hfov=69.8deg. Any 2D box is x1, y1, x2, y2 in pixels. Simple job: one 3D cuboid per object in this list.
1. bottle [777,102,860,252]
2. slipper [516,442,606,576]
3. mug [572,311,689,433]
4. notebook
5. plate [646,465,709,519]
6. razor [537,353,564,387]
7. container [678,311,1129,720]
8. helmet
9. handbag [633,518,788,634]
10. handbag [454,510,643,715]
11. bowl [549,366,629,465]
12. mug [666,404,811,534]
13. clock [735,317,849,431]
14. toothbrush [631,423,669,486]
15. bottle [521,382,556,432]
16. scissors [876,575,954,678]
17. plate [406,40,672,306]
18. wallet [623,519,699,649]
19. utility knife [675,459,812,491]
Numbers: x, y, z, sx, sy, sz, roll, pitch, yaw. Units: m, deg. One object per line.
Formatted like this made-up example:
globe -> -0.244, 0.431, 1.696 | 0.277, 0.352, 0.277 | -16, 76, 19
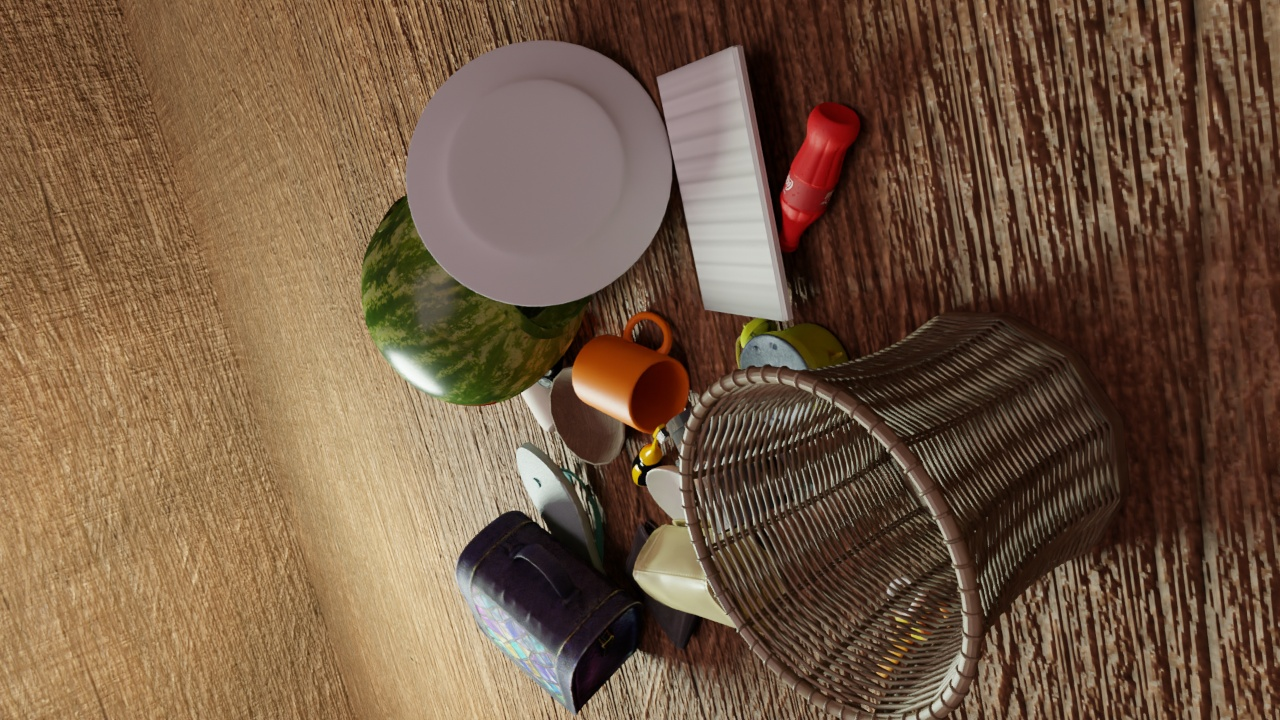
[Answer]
bottle -> 0.126, -0.131, 0.681 | 0.036, 0.036, 0.119 | 48, 142, 29
slipper -> -0.076, 0.211, 1.158 | 0.098, 0.054, 0.269 | 11, 127, 49
mug -> -0.005, 0.005, 0.920 | 0.096, 0.077, 0.112 | 23, 99, 48
notebook -> 0.067, -0.139, 0.757 | 0.143, 0.009, 0.210 | 17, 122, 66
plate -> 0.055, 0.138, 0.924 | 0.104, 0.026, 0.104 | 30, 149, 20
razor -> -0.137, -0.035, 1.084 | 0.151, 0.067, 0.054 | 55, 160, 29
container -> 0.171, 0.083, 0.588 | 0.227, 0.195, 0.227 | 31, 132, 43
helmet -> -0.179, -0.073, 0.966 | 0.248, 0.212, 0.243 | -11, 86, 43
handbag -> 0.071, 0.213, 0.904 | 0.111, 0.081, 0.119 | 46, 150, -24
handbag -> -0.110, 0.299, 1.120 | 0.205, 0.125, 0.222 | 31, 145, 29
bowl -> -0.052, 0.058, 1.034 | 0.118, 0.030, 0.118 | 17, 117, 38
mug -> 0.090, 0.083, 0.806 | 0.116, 0.079, 0.107 | -41, 68, 49
clock -> 0.117, 0.009, 0.753 | 0.119, 0.056, 0.083 | 18, 123, 49
toothbrush -> 0.010, 0.097, 0.934 | 0.031, 0.031, 0.197 | 55, 163, 15
bottle -> -0.129, 0.016, 1.113 | 0.146, 0.051, 0.051 | 57, 145, 17
scissors -> 0.219, 0.230, 0.769 | 0.064, 0.013, 0.128 | 47, 140, 31
plate -> -0.093, -0.170, 0.819 | 0.016, 0.242, 0.242 | 32, -147, -84
wallet -> 0.028, 0.254, 1.044 | 0.120, 0.031, 0.100 | 47, 139, 33
utility knife -> 0.097, 0.109, 0.878 | 0.181, 0.015, 0.022 | -3, 111, 53
